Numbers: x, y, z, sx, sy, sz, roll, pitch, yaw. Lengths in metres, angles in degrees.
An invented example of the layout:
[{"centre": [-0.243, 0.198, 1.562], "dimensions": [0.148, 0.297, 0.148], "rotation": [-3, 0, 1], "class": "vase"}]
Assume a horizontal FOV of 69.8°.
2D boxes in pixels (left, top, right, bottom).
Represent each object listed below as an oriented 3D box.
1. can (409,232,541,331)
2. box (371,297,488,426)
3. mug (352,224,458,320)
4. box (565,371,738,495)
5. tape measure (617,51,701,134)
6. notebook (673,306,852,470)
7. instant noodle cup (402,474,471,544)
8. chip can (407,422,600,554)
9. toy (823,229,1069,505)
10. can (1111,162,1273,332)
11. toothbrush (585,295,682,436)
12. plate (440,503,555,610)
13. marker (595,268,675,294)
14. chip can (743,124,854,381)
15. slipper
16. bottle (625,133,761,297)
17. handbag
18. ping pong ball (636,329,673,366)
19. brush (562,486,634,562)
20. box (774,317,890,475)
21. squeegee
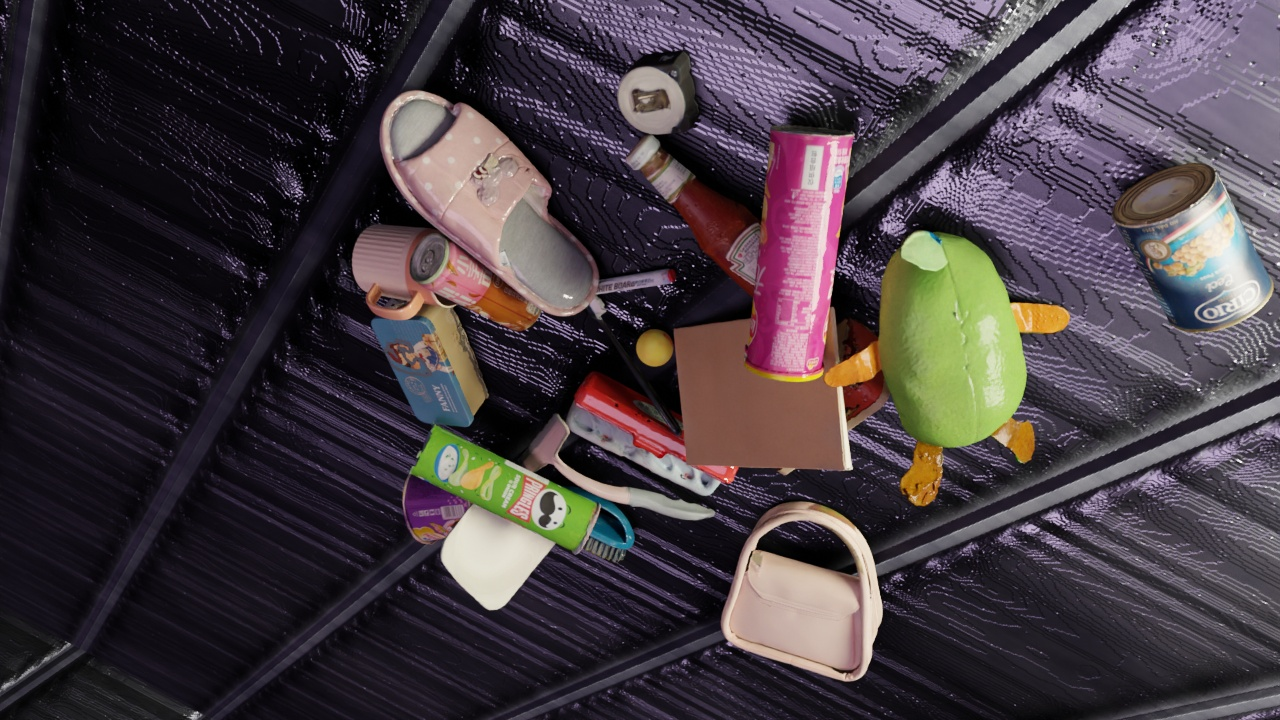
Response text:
[{"centre": [-0.168, -0.080, 0.962], "dimensions": [0.058, 0.057, 0.147], "rotation": [-13, 155, 34], "class": "can"}, {"centre": [-0.253, 0.004, 1.124], "dimensions": [0.090, 0.060, 0.184], "rotation": [2, 128, 25], "class": "box"}, {"centre": [-0.254, -0.093, 0.999], "dimensions": [0.106, 0.114, 0.082], "rotation": [10, 147, 21], "class": "mug"}, {"centre": [0.008, 0.097, 1.060], "dimensions": [0.201, 0.118, 0.098], "rotation": [27, 108, -1], "class": "box"}, {"centre": [0.014, -0.232, 0.802], "dimensions": [0.066, 0.033, 0.066], "rotation": [1, 128, 25], "class": "tape measure"}, {"centre": [0.113, 0.032, 0.909], "dimensions": [0.212, 0.012, 0.149], "rotation": [-6, 90, 49], "class": "notebook"}, {"centre": [-0.256, 0.194, 1.270], "dimensions": [0.099, 0.111, 0.112], "rotation": [-9, 125, 20], "class": "instant noodle cup"}, {"centre": [-0.170, 0.161, 1.152], "dimensions": [0.236, 0.072, 0.072], "rotation": [27, 136, -7], "class": "chip can"}, {"centre": [0.275, -0.003, 0.815], "dimensions": [0.227, 0.090, 0.247], "rotation": [-16, 105, -6], "class": "toy"}, {"centre": [0.422, -0.087, 0.705], "dimensions": [0.075, 0.075, 0.111], "rotation": [-23, 116, 39], "class": "can"}, {"centre": [-0.006, 0.006, 0.995], "dimensions": [0.018, 0.015, 0.181], "rotation": [-35, 87, 33], "class": "toothbrush"}, {"centre": [-0.191, 0.235, 1.232], "dimensions": [0.034, 0.163, 0.164], "rotation": [17, 147, 42], "class": "plate"}, {"centre": [-0.029, -0.080, 0.970], "dimensions": [0.145, 0.017, 0.017], "rotation": [-6, 126, 30], "class": "marker"}, {"centre": [0.135, -0.092, 0.791], "dimensions": [0.071, 0.071, 0.211], "rotation": [10, 110, 18], "class": "chip can"}, {"centre": [-0.140, -0.150, 0.900], "dimensions": [0.274, 0.114, 0.055], "rotation": [47, 157, -21], "class": "slipper"}, {"centre": [0.071, -0.127, 0.850], "dimensions": [0.206, 0.059, 0.060], "rotation": [41, 134, -13], "class": "bottle"}, {"centre": [0.205, 0.274, 1.141], "dimensions": [0.193, 0.093, 0.235], "rotation": [10, 125, 18], "class": "handbag"}, {"centre": [0.015, -0.014, 0.991], "dimensions": [0.040, 0.040, 0.040], "rotation": [14, 134, 14], "class": "ping pong ball"}, {"centre": [-0.073, 0.210, 1.227], "dimensions": [0.144, 0.055, 0.074], "rotation": [25, 110, 0], "class": "brush"}, {"centre": [0.170, 0.035, 0.924], "dimensions": [0.076, 0.091, 0.169], "rotation": [33, 135, -10], "class": "box"}, {"centre": [-0.023, 0.159, 1.140], "dimensions": [0.249, 0.040, 0.248], "rotation": [22, 156, -9], "class": "squeegee"}]
